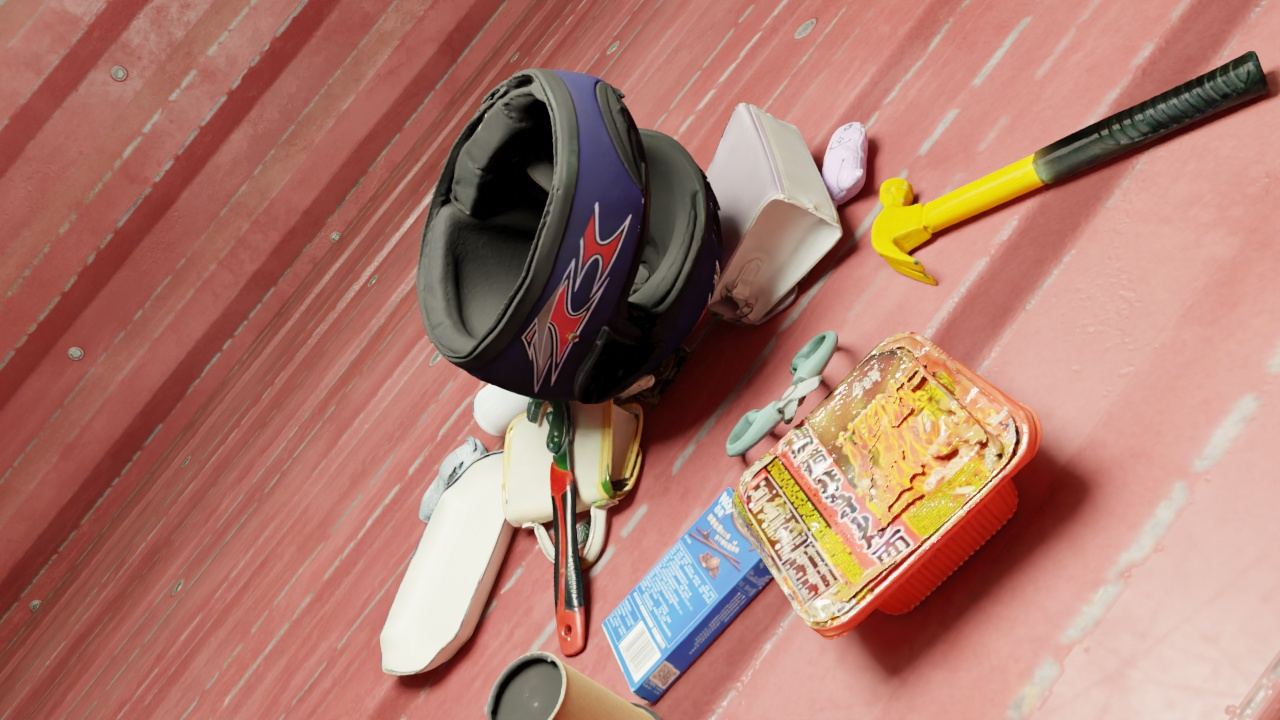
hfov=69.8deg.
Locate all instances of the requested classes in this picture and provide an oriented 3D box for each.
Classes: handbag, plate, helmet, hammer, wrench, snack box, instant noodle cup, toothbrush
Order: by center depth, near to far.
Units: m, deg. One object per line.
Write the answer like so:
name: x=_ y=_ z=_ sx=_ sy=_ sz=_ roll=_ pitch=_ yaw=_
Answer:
instant noodle cup: x=0.164 y=0.083 z=0.607 sx=0.189 sy=0.079 sz=0.164 roll=-47 pitch=29 yaw=9
hammer: x=0.314 y=-0.149 z=0.715 sx=0.302 sy=0.033 sz=0.128 roll=-24 pitch=39 yaw=39
snack box: x=0.040 y=0.181 z=0.719 sx=0.157 sy=0.026 sz=0.084 roll=-48 pitch=29 yaw=4
helmet: x=-0.044 y=-0.102 z=0.818 sx=0.317 sy=0.240 sz=0.247 roll=-47 pitch=53 yaw=45
wrench: x=-0.076 y=0.139 z=0.864 sx=0.056 sy=0.016 sz=0.273 roll=-35 pitch=50 yaw=33
handbag: x=-0.069 y=0.127 z=0.918 sx=0.164 sy=0.063 sz=0.178 roll=-23 pitch=54 yaw=40
handbag: x=0.115 y=-0.145 z=0.919 sx=0.145 sy=0.098 sz=0.196 roll=-52 pitch=26 yaw=32
toothbrush: x=-0.030 y=0.035 z=0.954 sx=0.188 sy=0.016 sz=0.017 roll=-28 pitch=51 yaw=60
plate: x=-0.196 y=0.219 z=0.997 sx=0.162 sy=0.034 sz=0.265 roll=-20 pitch=41 yaw=42

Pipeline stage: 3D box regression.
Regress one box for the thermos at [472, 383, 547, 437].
thermos: x=-0.108 y=0.016 z=1.041 sx=0.225 sy=0.073 sz=0.073 roll=-36 pitch=31 yaw=42

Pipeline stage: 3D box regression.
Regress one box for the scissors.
scissors: x=0.127 y=0.016 z=0.734 sx=0.169 sy=0.019 sz=0.178 roll=-49 pitch=-1 yaw=-19

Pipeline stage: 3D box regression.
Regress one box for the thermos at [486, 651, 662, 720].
thermos: x=-0.041 y=0.262 z=0.633 sx=0.093 sy=0.143 sz=0.092 roll=-22 pitch=39 yaw=19

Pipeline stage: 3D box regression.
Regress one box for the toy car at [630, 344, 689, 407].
toy car: x=-0.006 y=0.006 z=0.976 sx=0.070 sy=0.042 sz=0.158 roll=-58 pitch=27 yaw=-14

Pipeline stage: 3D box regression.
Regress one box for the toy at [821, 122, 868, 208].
toy: x=0.202 y=-0.193 z=0.917 sx=0.084 sy=0.039 sz=0.107 roll=-50 pitch=21 yaw=50

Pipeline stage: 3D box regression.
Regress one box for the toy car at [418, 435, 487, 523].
toy car: x=-0.234 y=0.148 z=1.133 sx=0.120 sy=0.037 sz=0.054 roll=-53 pitch=29 yaw=1
